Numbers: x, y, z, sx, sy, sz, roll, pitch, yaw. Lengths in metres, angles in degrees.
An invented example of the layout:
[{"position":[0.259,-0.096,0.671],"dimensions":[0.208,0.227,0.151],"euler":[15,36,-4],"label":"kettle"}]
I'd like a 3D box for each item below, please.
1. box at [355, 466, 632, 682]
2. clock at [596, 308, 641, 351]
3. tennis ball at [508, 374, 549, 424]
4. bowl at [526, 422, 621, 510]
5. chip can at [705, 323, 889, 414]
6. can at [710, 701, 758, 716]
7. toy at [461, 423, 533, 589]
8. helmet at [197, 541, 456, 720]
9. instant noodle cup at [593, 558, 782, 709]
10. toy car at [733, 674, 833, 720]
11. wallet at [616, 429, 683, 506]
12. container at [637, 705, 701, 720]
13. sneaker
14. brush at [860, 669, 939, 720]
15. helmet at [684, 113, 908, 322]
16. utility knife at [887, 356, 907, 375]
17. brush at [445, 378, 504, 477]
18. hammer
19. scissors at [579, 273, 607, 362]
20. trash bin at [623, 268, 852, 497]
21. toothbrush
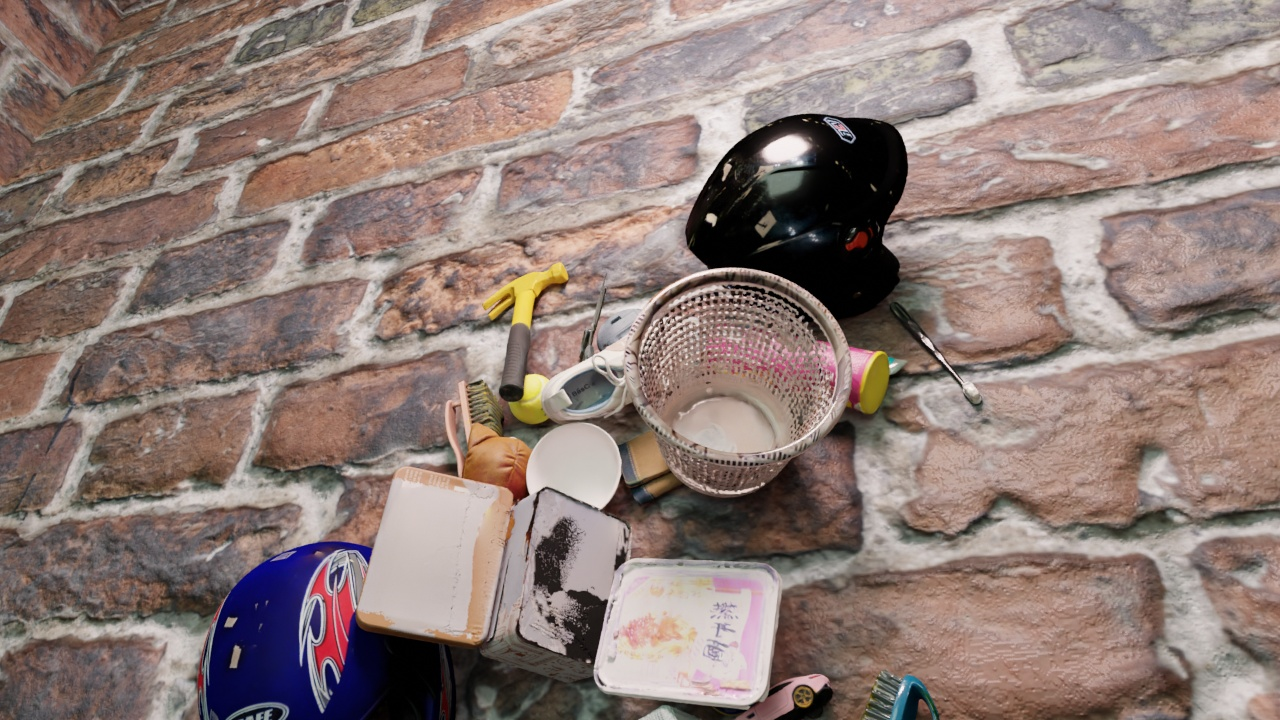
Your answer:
[{"position":[-0.148,0.219,0.962],"dimensions":[0.105,0.260,0.178],"euler":[-35,36,43],"label":"box"},{"position":[-0.006,-0.014,1.206],"dimensions":[0.082,0.055,0.122],"euler":[-34,48,-3],"label":"clock"},{"position":[-0.143,0.051,1.216],"dimensions":[0.065,0.065,0.065],"euler":[-14,49,17],"label":"tennis ball"},{"position":[-0.071,0.139,1.102],"dimensions":[0.118,0.065,0.118],"euler":[-5,69,14],"label":"bowl"},{"position":[0.181,0.005,1.085],"dimensions":[0.211,0.071,0.071],"euler":[14,62,35],"label":"chip can"},{"position":[0.067,0.287,0.933],"dimensions":[0.074,0.049,0.148],"euler":[-34,46,-2],"label":"can"},{"position":[-0.178,0.176,1.108],"dimensions":[0.131,0.140,0.199],"euler":[-38,33,51],"label":"toy"},{"position":[-0.337,0.343,0.968],"dimensions":[0.247,0.240,0.314],"euler":[-23,48,11],"label":"helmet"},{"position":[0.052,0.265,0.882],"dimensions":[0.174,0.060,0.137],"euler":[-3,53,24],"label":"instant noodle cup"},{"position":[0.125,0.332,0.864],"dimensions":[0.122,0.056,0.037],"euler":[-31,50,2],"label":"toy car"},{"position":[0.033,0.115,1.101],"dimensions":[0.115,0.033,0.090],"euler":[-25,46,2],"label":"wallet"},{"position":[0.013,0.384,0.844],"dimensions":[0.111,0.090,0.090],"euler":[-38,46,10],"label":"container"},{"position":[-0.007,0.007,1.118],"dimensions":[0.242,0.091,0.089],"euler":[-24,88,-12],"label":"sneaker"},{"position":[0.224,0.346,0.802],"dimensions":[0.074,0.055,0.143],"euler":[8,58,32],"label":"brush"},{"position":[0.191,-0.183,1.122],"dimensions":[0.275,0.230,0.233],"euler":[-58,38,31],"label":"helmet"},{"position":[0.243,-0.001,1.098],"dimensions":[0.151,0.013,0.029],"euler":[11,57,36],"label":"utility knife"},{"position":[-0.220,0.099,1.221],"dimensions":[0.073,0.063,0.145],"euler":[-21,49,5],"label":"brush"},{"position":[-0.167,-0.040,1.274],"dimensions":[0.129,0.033,0.300],"euler":[-21,31,11],"label":"hammer"},{"position":[-0.063,-0.045,1.201],"dimensions":[0.014,0.168,0.156],"euler":[6,10,-10],"label":"scissors"},{"position":[0.096,0.046,0.987],"dimensions":[0.227,0.192,0.227],"euler":[0,60,0],"label":"trash bin"},{"position":[0.337,-0.014,1.059],"dimensions":[0.016,0.018,0.181],"euler":[-32,45,4],"label":"toothbrush"}]
